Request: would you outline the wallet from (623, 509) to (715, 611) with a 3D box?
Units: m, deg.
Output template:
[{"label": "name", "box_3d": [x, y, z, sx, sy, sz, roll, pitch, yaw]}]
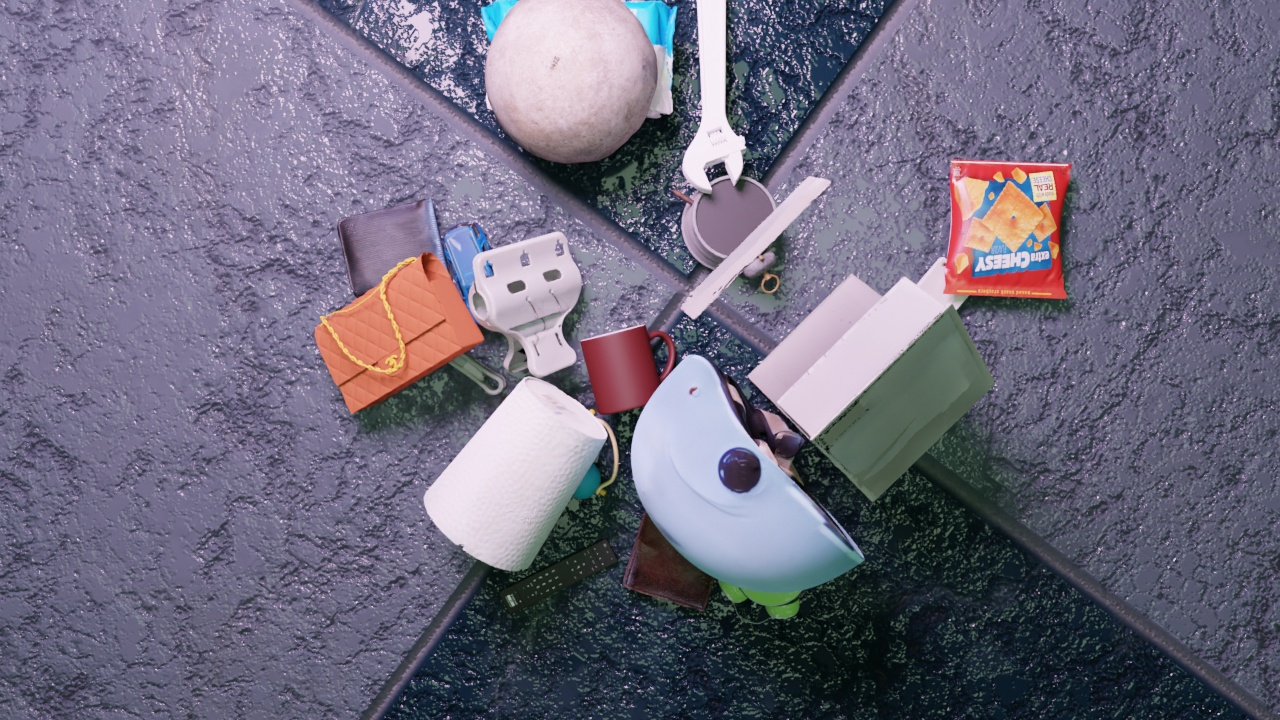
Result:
[{"label": "wallet", "box_3d": [0.042, 0.212, 1.030, 0.099, 0.031, 0.120, 16, 97, 3]}]

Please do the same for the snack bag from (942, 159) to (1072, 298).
[{"label": "snack bag", "box_3d": [0.394, -0.141, 0.986, 0.131, 0.039, 0.144, 2, 92, 1]}]

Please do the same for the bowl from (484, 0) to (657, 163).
[{"label": "bowl", "box_3d": [-0.077, -0.285, 0.903, 0.178, 0.081, 0.178, 2, 101, 11]}]

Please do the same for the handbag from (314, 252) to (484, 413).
[{"label": "handbag", "box_3d": [-0.267, -0.028, 0.976, 0.172, 0.060, 0.109, -28, 89, 27]}]

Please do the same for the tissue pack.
[{"label": "tissue pack", "box_3d": [-0.068, -0.317, 0.968, 0.209, 0.066, 0.117, 4, 99, 8]}]

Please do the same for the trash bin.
[{"label": "trash bin", "box_3d": [-0.122, 0.112, 0.946, 0.133, 0.133, 0.161, 36, 99, -1]}]

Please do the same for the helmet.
[{"label": "helmet", "box_3d": [0.097, 0.131, 0.921, 0.167, 0.225, 0.265, -46, 64, 5]}]

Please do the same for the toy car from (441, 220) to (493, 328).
[{"label": "toy car", "box_3d": [-0.180, -0.094, 1.006, 0.056, 0.043, 0.120, -22, 94, 3]}]

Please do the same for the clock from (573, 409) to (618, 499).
[{"label": "clock", "box_3d": [-0.088, 0.107, 1.019, 0.130, 0.043, 0.099, -7, 94, 9]}]

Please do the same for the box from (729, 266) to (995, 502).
[{"label": "box", "box_3d": [0.205, -0.004, 0.955, 0.167, 0.380, 0.172, -45, 108, 4]}]

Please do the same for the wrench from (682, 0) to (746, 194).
[{"label": "wrench", "box_3d": [0.076, -0.310, 0.971, 0.066, 0.018, 0.273, -1, 82, 0]}]

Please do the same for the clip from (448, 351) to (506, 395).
[{"label": "clip", "box_3d": [-0.183, 0.011, 1.022, 0.076, 0.045, 0.023, 36, 95, -2]}]

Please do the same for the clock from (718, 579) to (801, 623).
[{"label": "clock", "box_3d": [0.141, 0.235, 1.020, 0.094, 0.042, 0.119, 20, 95, 1]}]

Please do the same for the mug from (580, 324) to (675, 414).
[{"label": "mug", "box_3d": [-0.006, 0.006, 1.000, 0.105, 0.073, 0.082, -16, 94, -27]}]

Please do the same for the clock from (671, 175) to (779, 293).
[{"label": "clock", "box_3d": [0.105, -0.137, 0.987, 0.104, 0.056, 0.148, -32, 88, -5]}]

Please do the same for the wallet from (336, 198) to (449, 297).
[{"label": "wallet", "box_3d": [-0.276, -0.124, 1.016, 0.115, 0.026, 0.089, -13, 92, 2]}]

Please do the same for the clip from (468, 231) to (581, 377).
[{"label": "clip", "box_3d": [-0.118, -0.056, 0.977, 0.124, 0.075, 0.144, -23, 114, -37]}]

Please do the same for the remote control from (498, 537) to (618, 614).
[{"label": "remote control", "box_3d": [-0.094, 0.246, 1.044, 0.140, 0.009, 0.030, -27, 93, 3]}]

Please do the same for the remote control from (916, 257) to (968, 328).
[{"label": "remote control", "box_3d": [0.306, -0.046, 1.010, 0.050, 0.011, 0.136, 40, 94, -1]}]
